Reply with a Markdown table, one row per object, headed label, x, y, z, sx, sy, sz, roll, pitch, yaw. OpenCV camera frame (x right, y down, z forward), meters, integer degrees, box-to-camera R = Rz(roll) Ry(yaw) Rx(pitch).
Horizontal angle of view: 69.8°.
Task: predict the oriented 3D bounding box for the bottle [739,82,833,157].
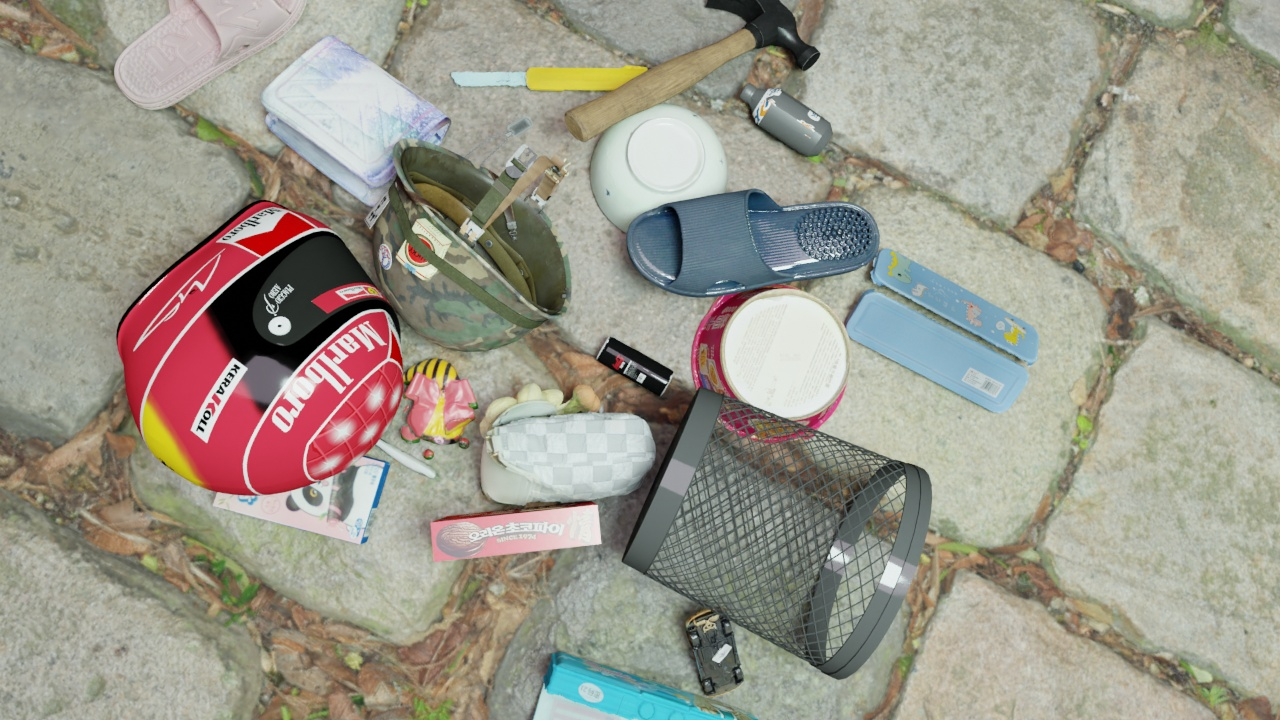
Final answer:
| label | x | y | z | sx | sy | sz | roll | pitch | yaw |
| --- | --- | --- | --- | --- | --- | --- | --- | --- | --- |
| bottle | 0.161 | -0.271 | 1.023 | 0.112 | 0.047 | 0.047 | 33 | 81 | -1 |

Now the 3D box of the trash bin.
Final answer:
| label | x | y | z | sx | sy | sz | roll | pitch | yaw |
| --- | --- | --- | --- | --- | --- | --- | --- | --- | --- |
| trash bin | 0.123 | 0.156 | 0.889 | 0.227 | 0.218 | 0.217 | 24 | 81 | 2 |

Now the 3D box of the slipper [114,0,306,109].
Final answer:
| label | x | y | z | sx | sy | sz | roll | pitch | yaw |
| --- | --- | --- | --- | --- | --- | --- | --- | --- | --- |
| slipper | -0.455 | -0.360 | 0.970 | 0.239 | 0.064 | 0.094 | -42 | 89 | -7 |

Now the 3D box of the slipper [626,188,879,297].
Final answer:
| label | x | y | z | sx | sy | sz | roll | pitch | yaw |
| --- | --- | --- | --- | --- | --- | --- | --- | --- | --- |
| slipper | 0.119 | -0.123 | 0.923 | 0.263 | 0.082 | 0.101 | -4 | 80 | -5 |

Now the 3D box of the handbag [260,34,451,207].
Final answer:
| label | x | y | z | sx | sy | sz | roll | pitch | yaw |
| --- | --- | --- | --- | --- | --- | --- | --- | --- | --- |
| handbag | -0.301 | -0.254 | 0.973 | 0.158 | 0.069 | 0.126 | 37 | 67 | -1 |

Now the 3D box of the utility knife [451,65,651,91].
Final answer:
| label | x | y | z | sx | sy | sz | roll | pitch | yaw |
| --- | --- | --- | --- | --- | --- | --- | --- | --- | --- |
| utility knife | -0.095 | -0.315 | 1.020 | 0.227 | 0.019 | 0.030 | -1 | 77 | -10 |

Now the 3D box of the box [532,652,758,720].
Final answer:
| label | x | y | z | sx | sy | sz | roll | pitch | yaw |
| --- | --- | --- | --- | --- | --- | --- | --- | --- | --- |
| box | 0.003 | 0.382 | 0.907 | 0.227 | 0.097 | 0.117 | 19 | 80 | -3 |

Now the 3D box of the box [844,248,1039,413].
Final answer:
| label | x | y | z | sx | sy | sz | roll | pitch | yaw |
| --- | --- | --- | --- | --- | --- | --- | --- | --- | --- |
| box | 0.337 | -0.035 | 1.012 | 0.209 | 0.047 | 0.122 | 28 | 83 | -3 |

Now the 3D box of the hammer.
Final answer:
| label | x | y | z | sx | sy | sz | roll | pitch | yaw |
| --- | --- | --- | --- | --- | --- | --- | --- | --- | --- |
| hammer | 0.045 | -0.313 | 0.978 | 0.304 | 0.040 | 0.132 | -34 | 77 | -25 |

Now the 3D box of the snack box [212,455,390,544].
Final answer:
| label | x | y | z | sx | sy | sz | roll | pitch | yaw |
| --- | --- | --- | --- | --- | --- | --- | --- | --- | --- |
| snack box | -0.344 | 0.126 | 0.938 | 0.154 | 0.033 | 0.088 | 15 | 81 | -3 |

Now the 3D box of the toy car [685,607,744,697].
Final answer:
| label | x | y | z | sx | sy | sz | roll | pitch | yaw |
| --- | --- | --- | --- | --- | --- | --- | --- | --- | --- |
| toy car | 0.073 | 0.293 | 0.949 | 0.047 | 0.047 | 0.112 | -17 | 114 | -7 |

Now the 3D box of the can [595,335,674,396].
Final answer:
| label | x | y | z | sx | sy | sz | roll | pitch | yaw |
| --- | --- | --- | --- | --- | --- | --- | --- | --- | --- |
| can | -0.006 | 0.006 | 0.983 | 0.080 | 0.031 | 0.031 | 30 | 81 | -1 |

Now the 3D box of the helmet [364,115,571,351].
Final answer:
| label | x | y | z | sx | sy | sz | roll | pitch | yaw |
| --- | --- | --- | --- | --- | --- | --- | --- | --- | --- |
| helmet | -0.155 | -0.127 | 0.895 | 0.237 | 0.192 | 0.224 | -26 | 101 | 22 |

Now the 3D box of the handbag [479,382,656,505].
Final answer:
| label | x | y | z | sx | sy | sz | roll | pitch | yaw |
| --- | --- | --- | --- | --- | --- | --- | --- | --- | --- |
| handbag | -0.075 | 0.083 | 0.929 | 0.171 | 0.113 | 0.123 | 0 | 60 | -13 |

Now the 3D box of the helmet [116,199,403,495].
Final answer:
| label | x | y | z | sx | sy | sz | roll | pitch | yaw |
| --- | --- | --- | --- | --- | --- | --- | --- | --- | --- |
| helmet | -0.331 | 0.001 | 0.858 | 0.225 | 0.198 | 0.270 | 30 | 62 | 11 |

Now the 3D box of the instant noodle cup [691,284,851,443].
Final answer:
| label | x | y | z | sx | sy | sz | roll | pitch | yaw |
| --- | --- | --- | --- | --- | --- | --- | --- | --- | --- |
| instant noodle cup | 0.147 | -0.002 | 0.975 | 0.178 | 0.078 | 0.178 | 1 | 84 | -5 |

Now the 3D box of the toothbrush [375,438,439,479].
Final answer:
| label | x | y | z | sx | sy | sz | roll | pitch | yaw |
| --- | --- | --- | --- | --- | --- | --- | --- | --- | --- |
| toothbrush | -0.294 | 0.079 | 0.957 | 0.189 | 0.016 | 0.017 | 28 | 91 | -1 |

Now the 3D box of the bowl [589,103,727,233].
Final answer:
| label | x | y | z | sx | sy | sz | roll | pitch | yaw |
| --- | --- | --- | --- | --- | --- | --- | --- | --- | --- |
| bowl | 0.024 | -0.211 | 0.991 | 0.153 | 0.073 | 0.153 | 1 | 82 | -6 |

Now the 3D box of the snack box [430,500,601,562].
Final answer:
| label | x | y | z | sx | sy | sz | roll | pitch | yaw |
| --- | --- | --- | --- | --- | --- | --- | --- | --- | --- |
| snack box | -0.119 | 0.166 | 0.902 | 0.152 | 0.133 | 0.036 | -5 | 83 | -6 |

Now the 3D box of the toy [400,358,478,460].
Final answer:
| label | x | y | z | sx | sy | sz | roll | pitch | yaw |
| --- | --- | --- | --- | --- | --- | --- | --- | --- | --- |
| toy | -0.211 | 0.046 | 0.955 | 0.084 | 0.046 | 0.103 | -18 | 80 | 6 |
